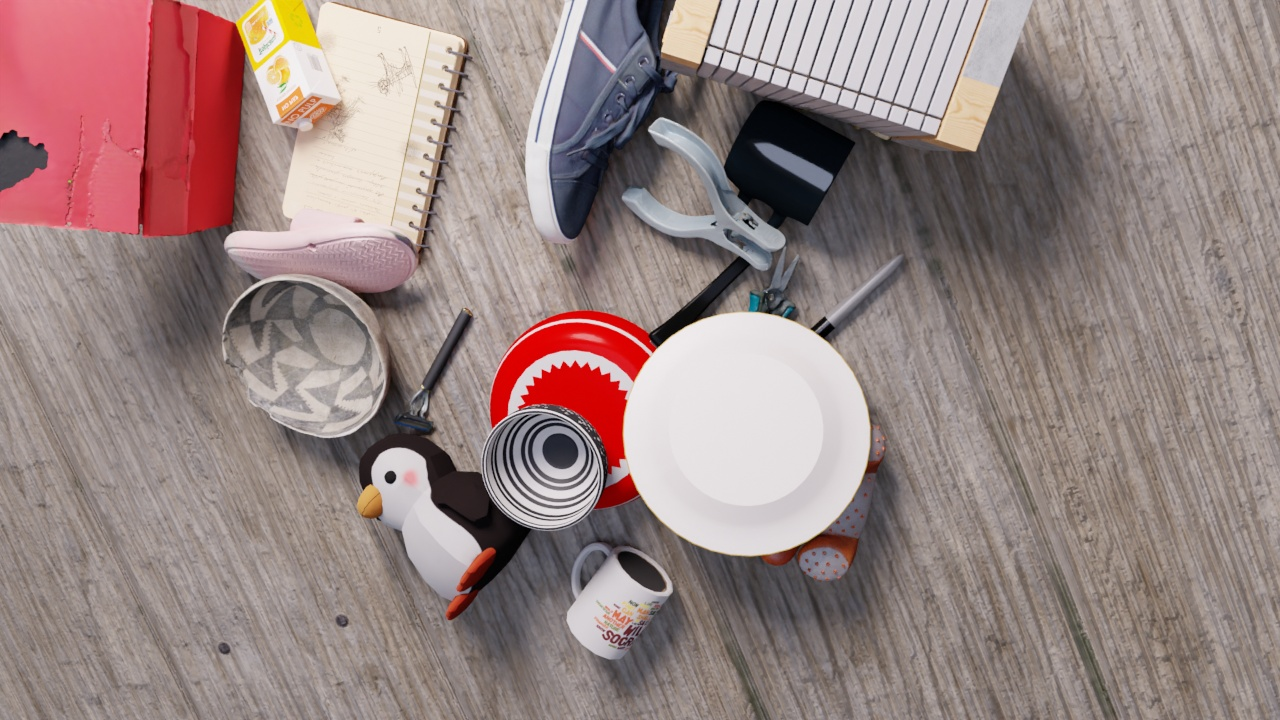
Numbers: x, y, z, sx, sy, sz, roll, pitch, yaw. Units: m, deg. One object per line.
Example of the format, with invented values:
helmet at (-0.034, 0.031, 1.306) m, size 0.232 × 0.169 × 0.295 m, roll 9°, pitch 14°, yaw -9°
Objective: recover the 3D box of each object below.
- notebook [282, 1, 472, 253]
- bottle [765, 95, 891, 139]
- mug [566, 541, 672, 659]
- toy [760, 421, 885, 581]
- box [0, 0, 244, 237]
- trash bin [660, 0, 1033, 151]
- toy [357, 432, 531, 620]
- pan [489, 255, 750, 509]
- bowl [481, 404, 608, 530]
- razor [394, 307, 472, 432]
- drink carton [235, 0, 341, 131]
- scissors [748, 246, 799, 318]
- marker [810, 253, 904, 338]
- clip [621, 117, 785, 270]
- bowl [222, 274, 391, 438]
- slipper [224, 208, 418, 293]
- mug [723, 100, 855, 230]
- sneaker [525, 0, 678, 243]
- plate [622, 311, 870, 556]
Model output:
notebook at (-0.272, -0.235, 0.941) m, size 0.167 × 0.024 × 0.226 m, roll 18°, pitch 103°, yaw 8°
bottle at (0.161, -0.253, 0.838) m, size 0.166 × 0.059 × 0.060 m, roll 27°, pitch 104°, yaw 0°
mug at (-0.031, 0.242, 0.962) m, size 0.105 × 0.073 × 0.090 m, roll 42°, pitch 106°, yaw 28°
toy at (0.139, 0.119, 0.892) m, size 0.172 × 0.092 × 0.164 m, roll 14°, pitch 102°, yaw 9°
box at (-0.466, -0.223, 0.831) m, size 0.121 × 0.317 × 0.211 m, roll 13°, pitch 103°, yaw 16°
trash bin at (0.154, -0.273, 0.730) m, size 0.247 × 0.142 × 0.142 m, roll 17°, pitch 103°, yaw -3°
toy at (-0.208, 0.148, 0.961) m, size 0.184 × 0.139 × 0.159 m, roll 40°, pitch 137°, yaw 11°
pan at (-0.006, 0.006, 0.919) m, size 0.209 × 0.067 × 0.357 m, roll 46°, pitch 108°, yaw 0°
bowl at (-0.086, 0.096, 0.887) m, size 0.120 × 0.066 × 0.120 m, roll 3°, pitch 104°, yaw 13°
razor at (-0.215, 0.008, 0.977) m, size 0.042 × 0.022 × 0.144 m, roll 21°, pitch 102°, yaw -37°
drink carton at (-0.351, -0.296, 0.916) m, size 0.059 × 0.040 × 0.122 m, roll -26°, pitch 82°, yaw 27°
scissors at (0.118, -0.032, 0.899) m, size 0.148 × 0.019 × 0.123 m, roll -34°, pitch 111°, yaw -1°
marker at (0.201, -0.054, 0.885) m, size 0.139 × 0.022 × 0.016 m, roll -44°, pitch 84°, yaw 16°
clip at (0.046, -0.137, 0.881) m, size 0.174 × 0.030 × 0.159 m, roll 46°, pitch 149°, yaw -10°
bowl at (-0.332, -0.015, 0.958) m, size 0.178 × 0.081 × 0.179 m, roll 6°, pitch 117°, yaw 11°
slipper at (-0.326, -0.111, 0.941) m, size 0.222 × 0.107 × 0.055 m, roll 0°, pitch 63°, yaw 21°
mug at (0.127, -0.170, 0.851) m, size 0.094 × 0.085 × 0.122 m, roll 30°, pitch 122°, yaw 5°
sneaker at (-0.016, -0.244, 0.851) m, size 0.127 × 0.120 × 0.295 m, roll 20°, pitch 100°, yaw 19°
plate at (0.097, 0.065, 0.849) m, size 0.230 × 0.021 × 0.229 m, roll -1°, pitch 79°, yaw 6°
